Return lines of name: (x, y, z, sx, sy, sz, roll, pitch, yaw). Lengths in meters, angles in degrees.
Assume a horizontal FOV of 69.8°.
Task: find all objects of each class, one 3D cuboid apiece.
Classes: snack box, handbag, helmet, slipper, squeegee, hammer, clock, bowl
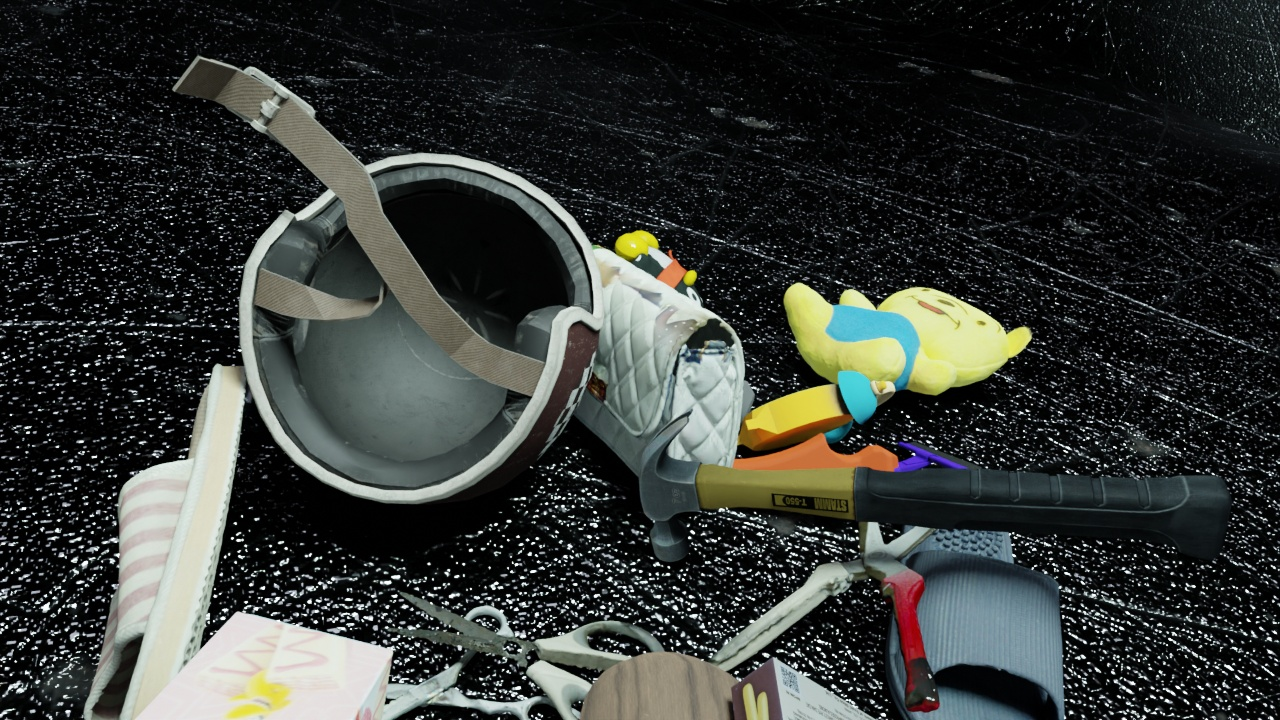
snack box: (0.097, 0.238, 0.414, 0.101, 0.032, 0.185, 36, 25, -20)
snack box: (-0.162, 0.178, 0.391, 0.079, 0.093, 0.094, 13, 16, 2)
handbag: (-0.004, 0.004, 0.676, 0.072, 0.139, 0.195, -8, 23, -27)
helmet: (-0.144, -0.027, 0.595, 0.233, 0.234, 0.253, 18, 10, 0)
slipper: (-0.251, 0.101, 0.488, 0.052, 0.115, 0.262, 12, 35, -22)
squeegee: (0.129, 0.082, 0.683, 0.185, 0.055, 0.249, 0, -1, 8)
hammer: (0.156, 0.081, 0.547, 0.333, 0.118, 0.025, 0, 34, 19)
clock: (0.138, 0.043, 0.730, 0.129, 0.099, 0.043, -14, 74, -11)
bowl: (0.029, 0.196, 0.481, 0.119, 0.032, 0.119, 19, 30, -11)
slipper: (0.218, 0.149, 0.598, 0.101, 0.083, 0.262, 13, 31, 6)

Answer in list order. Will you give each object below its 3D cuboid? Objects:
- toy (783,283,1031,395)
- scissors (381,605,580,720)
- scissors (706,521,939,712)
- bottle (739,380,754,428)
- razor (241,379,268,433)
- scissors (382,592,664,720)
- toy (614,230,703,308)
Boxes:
toy: (0.251, -0.018, 0.876, 0.213, 0.084, 0.149, -8, 38, -33)
scissors: (-0.100, 0.185, 0.495, 0.165, 0.014, 0.141, 23, 30, 16)
scissors: (0.123, 0.148, 0.560, 0.179, 0.015, 0.199, -18, 21, 7)
bottle: (0.039, 0.023, 0.772, 0.112, 0.047, 0.046, 20, 32, 14)
razor: (-0.273, 0.003, 0.700, 0.064, 0.053, 0.140, -16, 31, 20)
scissors: (-0.055, 0.166, 0.523, 0.163, 0.013, 0.153, 35, 29, 29)
toy: (0.011, -0.048, 0.834, 0.119, 0.100, 0.097, 39, 14, 1)
